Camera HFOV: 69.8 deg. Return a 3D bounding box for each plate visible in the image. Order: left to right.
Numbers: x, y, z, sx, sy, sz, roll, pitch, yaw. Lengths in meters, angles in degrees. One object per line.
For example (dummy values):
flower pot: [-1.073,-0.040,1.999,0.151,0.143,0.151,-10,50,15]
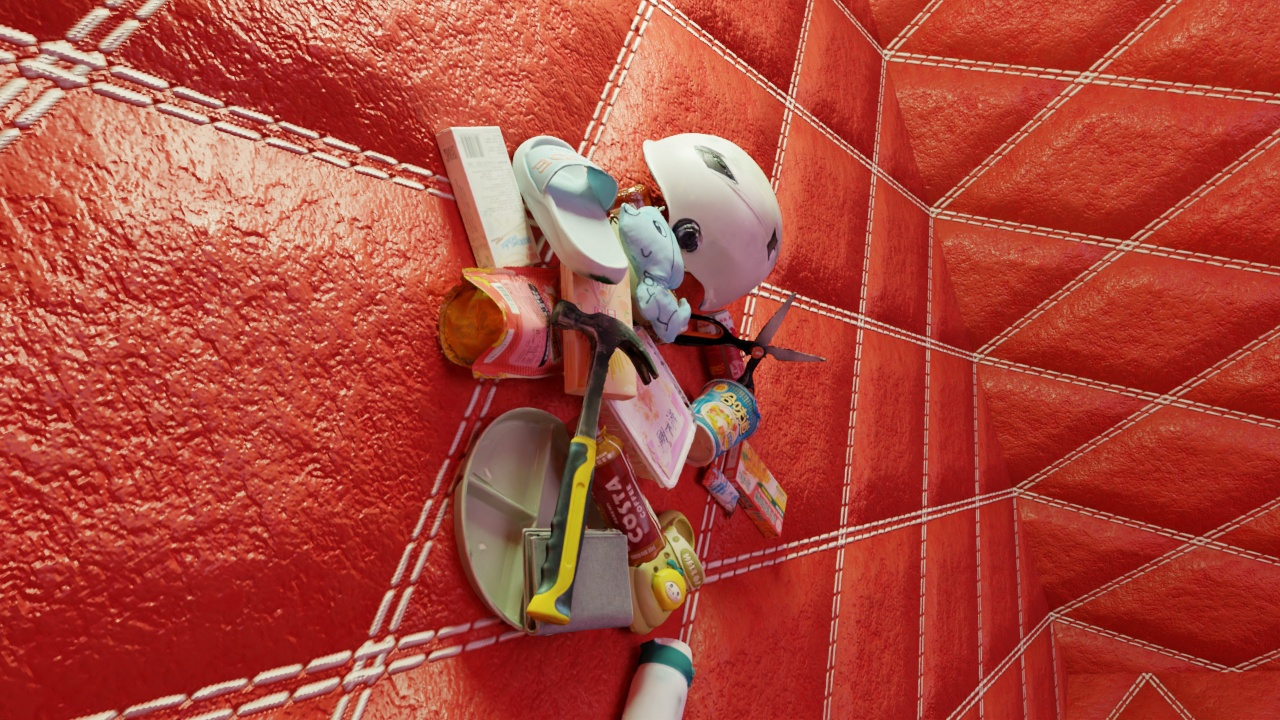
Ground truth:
plate: [-0.110,0.163,0.940,0.230,0.028,0.230,27,58,-52]

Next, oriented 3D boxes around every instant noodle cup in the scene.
instant noodle cup: [-0.005,0.060,1.120,0.173,0.060,0.137,60,35,-28]
instant noodle cup: [0.096,0.089,1.248,0.109,0.099,0.099,-34,108,-49]

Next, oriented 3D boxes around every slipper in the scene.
slipper: [-0.070,-0.180,1.018,0.104,0.074,0.245,14,38,-38]
slipper: [0.035,0.243,1.097,0.091,0.082,0.190,65,30,-15]

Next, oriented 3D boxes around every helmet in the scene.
helmet: [0.116,-0.210,1.283,0.228,0.146,0.259,-77,146,-63]

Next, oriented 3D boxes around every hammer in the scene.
hammer: [-0.056,0.100,0.918,0.126,0.032,0.322,21,62,-22]

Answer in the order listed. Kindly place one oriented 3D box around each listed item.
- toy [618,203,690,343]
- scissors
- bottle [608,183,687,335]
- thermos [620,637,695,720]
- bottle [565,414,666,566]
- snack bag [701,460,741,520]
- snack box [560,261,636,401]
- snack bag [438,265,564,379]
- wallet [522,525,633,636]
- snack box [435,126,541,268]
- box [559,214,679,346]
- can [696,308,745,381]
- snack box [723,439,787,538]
toy: [0.019,-0.113,1.101,0.161,0.050,0.156,45,44,-39]
scissors: [0.148,-0.001,1.296,0.021,0.230,0.221,-93,-167,-64]
bottle: [0.014,-0.130,1.224,0.059,0.060,0.206,-44,116,-55]
thermos: [0.009,0.411,1.001,0.073,0.073,0.223,56,37,-31]
bottle: [-0.029,0.138,0.998,0.057,0.058,0.175,-48,120,-54]
snack bag: [0.114,0.181,1.301,0.104,0.026,0.048,54,50,-33]
snack box: [-0.047,-0.037,1.020,0.084,0.026,0.157,9,70,-39]
snack bag: [-0.123,-0.040,0.967,0.207,0.073,0.128,-9,90,-67]
wallet: [-0.065,0.219,0.926,0.129,0.037,0.106,10,69,-45]
snack box: [-0.161,-0.172,0.984,0.084,0.027,0.157,-27,102,-59]
box: [-0.016,-0.093,1.141,0.168,0.078,0.091,50,40,-36]
can: [0.123,-0.007,1.359,0.053,0.053,0.133,-24,99,-59]
snack box: [0.175,0.195,1.393,0.156,0.027,0.076,52,40,-35]
